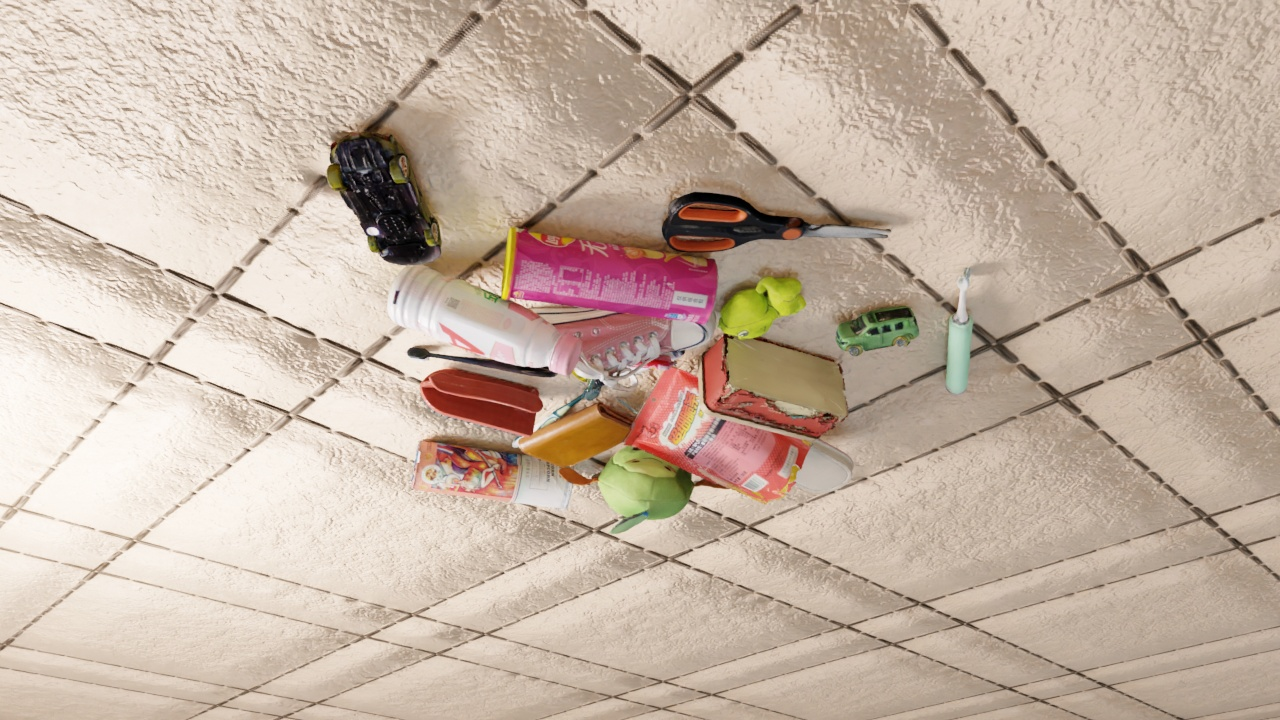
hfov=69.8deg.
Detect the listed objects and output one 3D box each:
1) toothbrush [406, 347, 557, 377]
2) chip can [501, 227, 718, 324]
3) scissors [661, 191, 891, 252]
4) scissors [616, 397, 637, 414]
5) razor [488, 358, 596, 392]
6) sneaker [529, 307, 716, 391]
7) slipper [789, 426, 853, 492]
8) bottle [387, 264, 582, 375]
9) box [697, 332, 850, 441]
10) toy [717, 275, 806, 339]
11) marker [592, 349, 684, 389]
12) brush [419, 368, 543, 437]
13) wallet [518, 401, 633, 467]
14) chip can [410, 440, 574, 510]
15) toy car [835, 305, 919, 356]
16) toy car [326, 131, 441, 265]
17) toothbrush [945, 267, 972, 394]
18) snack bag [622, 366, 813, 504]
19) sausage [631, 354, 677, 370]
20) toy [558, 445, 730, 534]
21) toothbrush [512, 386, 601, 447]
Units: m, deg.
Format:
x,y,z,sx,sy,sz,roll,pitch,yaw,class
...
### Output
x,y,z,sx,sy,sz,roll,pitch,yaw,class
-0.183,0.004,1.061,0.181,0.015,0.018,7,151,9,toothbrush
-0.031,-0.083,0.923,0.210,0.071,0.072,7,144,-13,chip can
0.133,-0.127,0.915,0.234,0.021,0.137,12,151,-26,scissors
0.021,0.086,1.187,0.133,0.017,0.125,35,171,-9,scissors
-0.115,0.008,1.085,0.132,0.028,0.043,10,155,-9,razor
-0.036,-0.014,1.005,0.241,0.087,0.118,-5,145,6,sneaker
0.162,0.096,1.197,0.274,0.054,0.114,26,134,-18,slipper
-0.156,-0.037,0.929,0.197,0.068,0.068,21,146,10,bottle
0.159,0.029,1.071,0.168,0.091,0.080,15,145,-22,box
0.129,-0.058,0.999,0.100,0.031,0.097,-14,144,10,toy
-0.006,0.006,1.097,0.131,0.018,0.022,-22,136,27,marker
-0.194,0.046,1.110,0.145,0.063,0.069,16,153,-20,brush
-0.074,0.103,1.208,0.131,0.035,0.119,-26,152,24,wallet
-0.204,0.158,1.262,0.214,0.071,0.071,9,144,-14,chip can
0.263,-0.035,1.024,0.091,0.043,0.036,-14,128,4,toy car
-0.234,-0.145,0.851,0.070,0.042,0.158,-5,144,5,toy car
0.366,-0.028,1.052,0.026,0.027,0.225,17,153,26,toothbrush
0.096,0.096,1.120,0.208,0.073,0.129,27,116,-9,snack bag
-0.035,-0.003,1.068,0.156,0.020,0.020,6,145,4,sausage
0.007,0.156,1.199,0.227,0.090,0.246,0,-176,-2,toy
-0.111,0.076,1.193,0.016,0.018,0.192,26,136,-32,toothbrush
